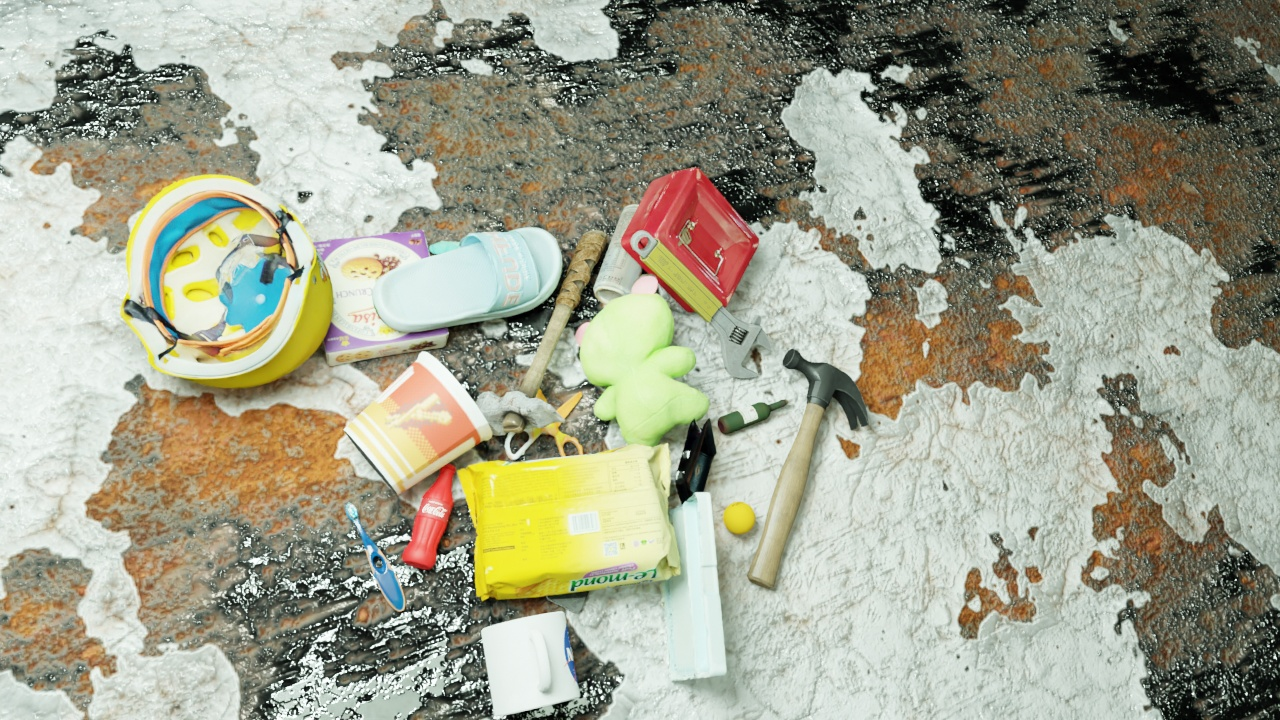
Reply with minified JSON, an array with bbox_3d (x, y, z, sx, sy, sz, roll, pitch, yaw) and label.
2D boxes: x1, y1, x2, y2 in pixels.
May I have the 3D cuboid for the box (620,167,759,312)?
[{"bbox_3d":[0.065,-0.155,1.205,0.157,0.093,0.129,44,59,-32],"label":"box"}]

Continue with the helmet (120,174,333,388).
[{"bbox_3d":[-0.440,-0.075,1.014,0.209,0.140,0.240,-32,69,-2],"label":"helmet"}]

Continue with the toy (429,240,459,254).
[{"bbox_3d":[-0.217,-0.104,1.152,0.085,0.033,0.105,-8,71,-31],"label":"toy"}]

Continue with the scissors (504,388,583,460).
[{"bbox_3d":[-0.117,0.083,1.124,0.128,0.011,0.125,-16,75,-22],"label":"scissors"}]

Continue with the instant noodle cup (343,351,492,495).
[{"bbox_3d":[-0.254,0.076,1.030,0.121,0.124,0.123,-40,85,-19],"label":"instant noodle cup"}]

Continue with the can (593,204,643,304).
[{"bbox_3d":[-0.018,-0.138,1.219,0.054,0.054,0.135,22,64,-8],"label":"can"}]

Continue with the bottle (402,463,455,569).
[{"bbox_3d":[-0.234,0.174,1.037,0.036,0.036,0.118,18,65,-10],"label":"bottle"}]

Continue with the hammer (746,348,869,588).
[{"bbox_3d":[0.203,0.145,1.179,0.132,0.040,0.304,28,67,-14],"label":"hammer"}]

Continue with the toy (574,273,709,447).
[{"bbox_3d":[-0.007,0.007,1.126,0.150,0.107,0.197,-34,80,16],"label":"toy"}]

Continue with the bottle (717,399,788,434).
[{"bbox_3d":[0.150,0.070,1.204,0.106,0.025,0.025,-19,76,-23],"label":"bottle"}]

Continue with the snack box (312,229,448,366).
[{"bbox_3d":[-0.319,-0.078,1.108,0.143,0.041,0.148,-11,73,-21],"label":"snack box"}]

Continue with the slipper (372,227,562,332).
[{"bbox_3d":[-0.197,-0.100,1.096,0.244,0.074,0.104,-20,79,-30],"label":"slipper"}]

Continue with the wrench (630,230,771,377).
[{"bbox_3d":[0.078,-0.070,1.162,0.083,0.018,0.273,-49,122,1],"label":"wrench"}]

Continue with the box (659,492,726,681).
[{"bbox_3d":[0.059,0.258,1.039,0.040,0.135,0.196,3,68,-15],"label":"box"}]

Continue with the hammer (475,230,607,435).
[{"bbox_3d":[-0.103,-0.043,1.139,0.049,0.122,0.317,49,46,-37],"label":"hammer"}]

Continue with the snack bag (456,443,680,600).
[{"bbox_3d":[-0.079,0.180,1.039,0.247,0.068,0.159,-7,72,-3],"label":"snack bag"}]

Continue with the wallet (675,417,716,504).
[{"bbox_3d":[0.065,0.129,1.110,0.026,0.115,0.089,11,61,15],"label":"wallet"}]

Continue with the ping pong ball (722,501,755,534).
[{"bbox_3d":[0.122,0.195,1.137,0.040,0.040,0.040,6,67,-15],"label":"ping pong ball"}]

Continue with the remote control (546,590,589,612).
[{"bbox_3d":[-0.063,0.223,1.087,0.045,0.008,0.146,28,64,-5],"label":"remote control"}]

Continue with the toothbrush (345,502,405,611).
[{"bbox_3d":[-0.294,0.216,1.014,0.021,0.017,0.135,-26,78,-23],"label":"toothbrush"}]

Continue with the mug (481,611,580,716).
[{"bbox_3d":[-0.114,0.319,0.970,0.091,0.121,0.090,-7,71,-19],"label":"mug"}]
